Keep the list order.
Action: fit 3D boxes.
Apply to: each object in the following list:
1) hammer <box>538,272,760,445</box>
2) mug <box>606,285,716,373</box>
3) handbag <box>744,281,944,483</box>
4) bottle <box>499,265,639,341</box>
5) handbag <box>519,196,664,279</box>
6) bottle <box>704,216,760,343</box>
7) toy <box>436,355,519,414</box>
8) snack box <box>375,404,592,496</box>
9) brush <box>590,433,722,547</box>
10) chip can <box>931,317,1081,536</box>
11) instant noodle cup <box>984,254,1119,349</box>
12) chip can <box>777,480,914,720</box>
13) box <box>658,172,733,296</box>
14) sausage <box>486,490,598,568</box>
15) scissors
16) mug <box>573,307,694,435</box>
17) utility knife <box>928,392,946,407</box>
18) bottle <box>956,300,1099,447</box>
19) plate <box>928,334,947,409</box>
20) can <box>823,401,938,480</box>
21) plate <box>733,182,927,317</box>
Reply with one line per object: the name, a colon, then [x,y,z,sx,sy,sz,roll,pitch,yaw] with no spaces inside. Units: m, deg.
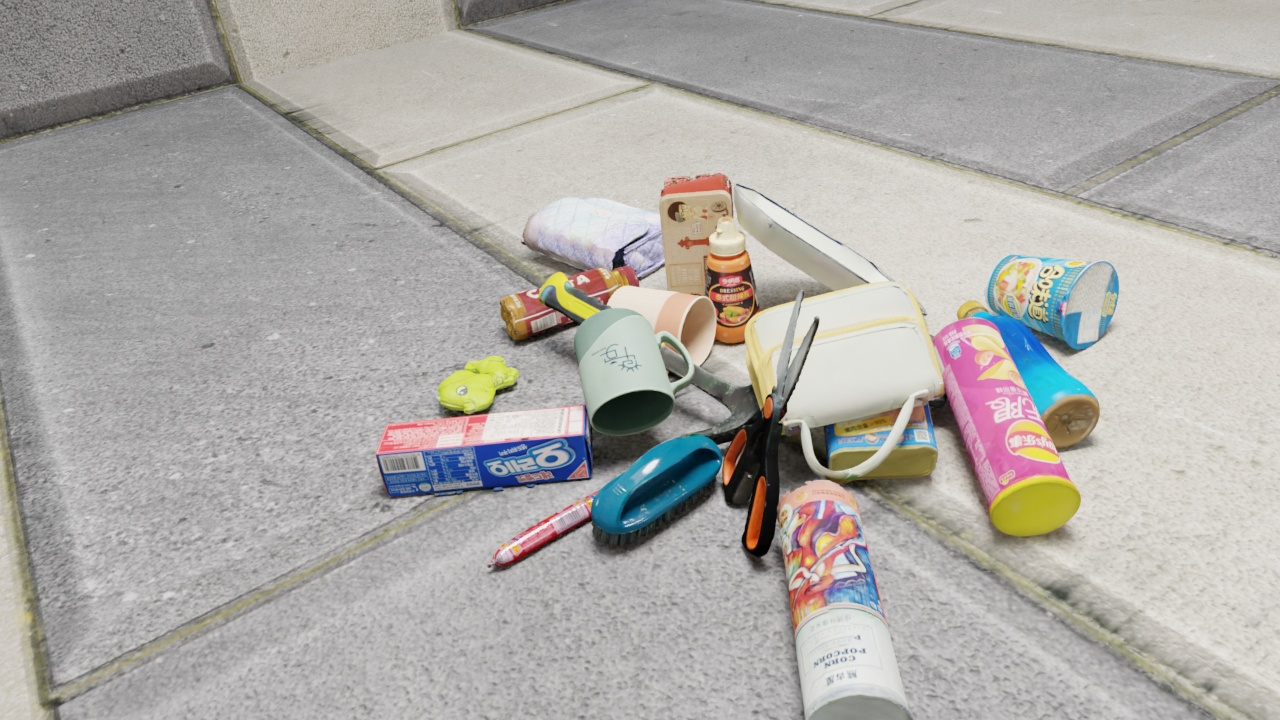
hammer: [0.003,-0.014,0.978,0.323,0.032,0.126,31,80,35]
mug: [0.015,-0.027,1.046,0.106,0.081,0.114,13,67,32]
handbag: [0.187,0.020,0.822,0.163,0.063,0.178,-13,56,2]
bottle: [-0.086,-0.076,1.153,0.174,0.057,0.057,-19,34,-19]
handbag: [-0.058,-0.175,1.287,0.194,0.076,0.133,22,43,39]
bottle: [0.103,-0.095,1.056,0.067,0.150,0.066,-5,33,3]
toy: [-0.186,0.027,1.036,0.100,0.031,0.097,-20,34,-28]
snack box: [-0.150,0.089,0.906,0.207,0.057,0.058,-6,30,3]
brush: [0.017,0.108,0.825,0.143,0.074,0.055,-28,54,-30]
chip can: [0.320,0.052,0.822,0.071,0.071,0.210,-5,41,4]
instant noodle cup: [0.448,-0.074,1.013,0.099,0.099,0.110,-24,29,-25]
chip can: [0.145,0.183,0.683,0.071,0.071,0.214,-4,31,5]
box: [0.070,-0.139,1.115,0.091,0.168,0.076,-3,33,6]
sausage: [-0.072,0.147,0.832,0.155,0.020,0.020,-26,37,-27]
scissors: [0.113,0.063,0.763,0.021,0.228,0.197,6,60,-13]
mug: [-0.005,0.005,0.906,0.112,0.082,0.106,-14,56,-2]
utility knife: [0.277,0.000,0.953,0.033,0.015,0.167,-3,32,-6]
bottle: [0.379,0.001,0.927,0.065,0.065,0.218,-9,32,-2]
plate: [0.247,0.013,0.977,0.179,0.024,0.179,-5,34,3]
can: [0.220,0.062,0.855,0.102,0.057,0.083,-3,51,8]
plate: [0.211,-0.118,1.059,0.265,0.034,0.161,29,20,-13]
